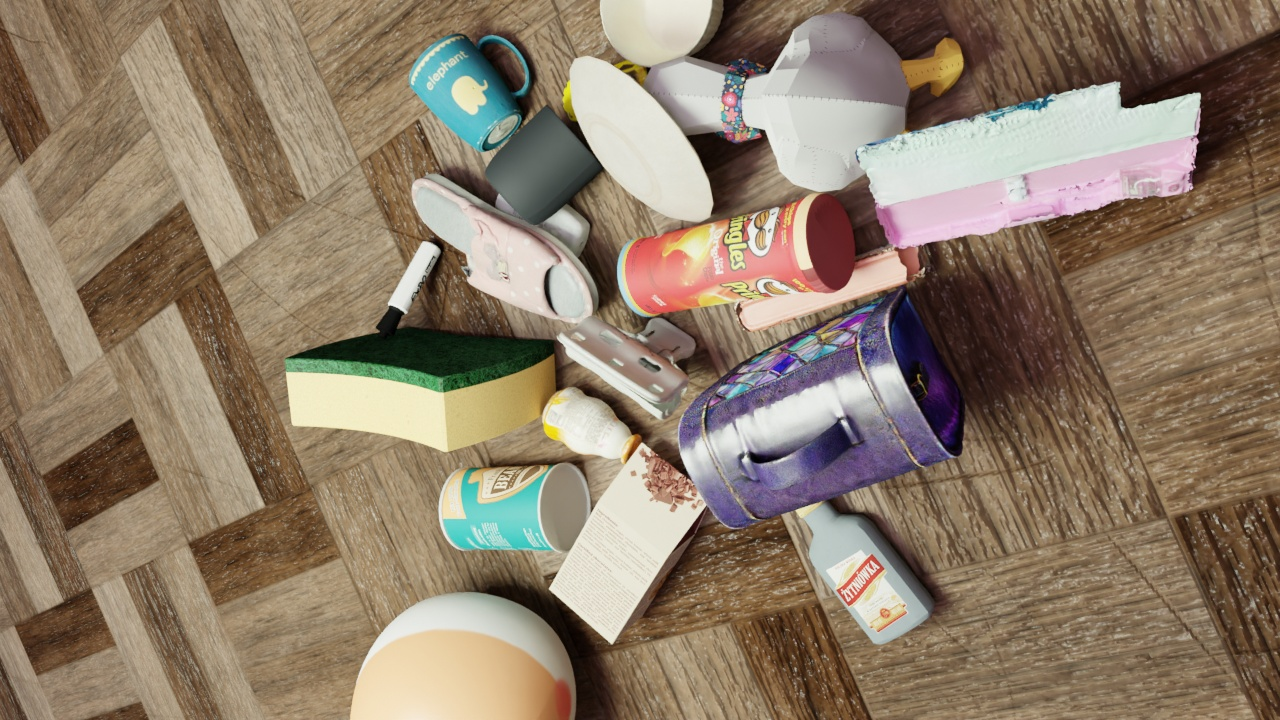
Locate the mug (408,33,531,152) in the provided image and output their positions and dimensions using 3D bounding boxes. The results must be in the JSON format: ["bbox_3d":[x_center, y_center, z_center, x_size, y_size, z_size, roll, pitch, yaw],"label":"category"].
[{"bbox_3d":[-0.170,-0.290,0.978,0.112,0.084,0.104,-41,87,2],"label":"mug"}]

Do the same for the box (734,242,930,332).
[{"bbox_3d":[0.175,-0.067,0.853,0.187,0.053,0.058,-20,60,30],"label":"box"}]

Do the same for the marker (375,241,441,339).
[{"bbox_3d":[-0.272,-0.081,1.071,0.025,0.025,0.125,16,71,25],"label":"marker"}]

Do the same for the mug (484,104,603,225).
[{"bbox_3d":[-0.106,-0.204,0.948,0.094,0.121,0.085,-42,125,6],"label":"mug"}]

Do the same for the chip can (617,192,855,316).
[{"bbox_3d":[0.084,-0.093,0.853,0.214,0.086,0.087,-6,99,41],"label":"chip can"}]

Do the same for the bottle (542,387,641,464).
[{"bbox_3d":[-0.052,0.074,1.003,0.108,0.063,0.063,27,114,21],"label":"bottle"}]

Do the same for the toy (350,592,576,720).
[{"bbox_3d":[-0.200,0.413,1.050,0.265,0.280,0.263,15,111,-4],"label":"toy"}]

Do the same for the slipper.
[{"bbox_3d":[-0.159,-0.117,0.999,0.274,0.054,0.114,32,145,24],"label":"slipper"}]

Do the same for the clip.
[{"bbox_3d":[-0.005,0.006,0.915,0.125,0.147,0.082,36,109,17],"label":"clip"}]

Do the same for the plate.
[{"bbox_3d":[-0.008,-0.195,0.856,0.027,0.189,0.189,-43,76,-12],"label":"plate"}]

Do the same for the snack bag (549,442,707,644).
[{"bbox_3d":[-0.007,0.196,1.004,0.094,0.069,0.207,37,117,17],"label":"snack bag"}]

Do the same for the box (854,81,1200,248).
[{"bbox_3d":[0.289,-0.149,0.695,0.231,0.159,0.035,-10,68,25],"label":"box"}]

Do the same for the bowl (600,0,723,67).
[{"bbox_3d":[0.027,-0.332,0.859,0.115,0.062,0.115,8,106,28],"label":"bowl"}]

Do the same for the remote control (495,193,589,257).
[{"bbox_3d":[-0.109,-0.152,1.000,0.114,0.028,0.060,32,116,19],"label":"remote control"}]

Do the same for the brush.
[{"bbox_3d":[-0.238,0.024,1.018,0.251,0.194,0.075,6,105,28],"label":"brush"}]

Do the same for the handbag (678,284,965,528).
[{"bbox_3d":[0.155,0.047,0.781,0.205,0.221,0.125,-26,97,33],"label":"handbag"}]

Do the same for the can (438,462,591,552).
[{"bbox_3d":[-0.144,0.170,1.058,0.144,0.099,0.099,-6,99,30],"label":"can"}]

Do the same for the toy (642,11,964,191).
[{"bbox_3d":[0.128,-0.216,0.769,0.267,0.246,0.141,5,104,5],"label":"toy"}]

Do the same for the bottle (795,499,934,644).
[{"bbox_3d":[0.208,0.192,0.896,0.072,0.046,0.161,-43,80,30],"label":"bottle"}]

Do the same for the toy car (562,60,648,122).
[{"bbox_3d":[-0.036,-0.271,0.929,0.107,0.030,0.049,-8,99,32],"label":"toy car"}]
